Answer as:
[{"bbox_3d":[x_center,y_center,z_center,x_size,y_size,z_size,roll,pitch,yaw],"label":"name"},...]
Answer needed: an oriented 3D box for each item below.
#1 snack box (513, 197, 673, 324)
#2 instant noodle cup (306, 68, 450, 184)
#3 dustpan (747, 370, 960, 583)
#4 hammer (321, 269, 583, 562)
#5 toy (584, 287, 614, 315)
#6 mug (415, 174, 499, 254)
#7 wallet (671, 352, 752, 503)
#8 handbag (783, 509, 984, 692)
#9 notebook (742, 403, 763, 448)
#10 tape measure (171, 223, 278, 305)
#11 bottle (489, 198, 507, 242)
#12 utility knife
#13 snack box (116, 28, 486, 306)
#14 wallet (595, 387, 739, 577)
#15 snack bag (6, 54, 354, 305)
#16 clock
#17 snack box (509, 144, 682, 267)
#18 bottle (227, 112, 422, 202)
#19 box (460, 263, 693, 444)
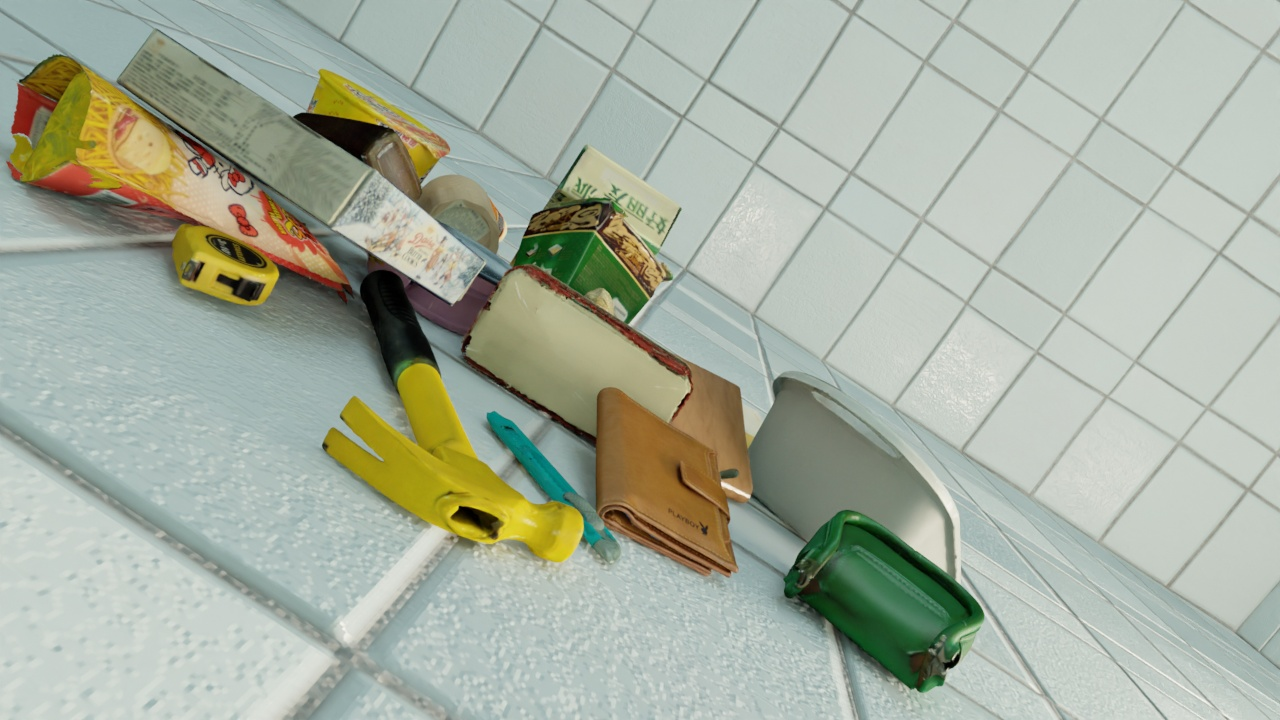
[{"bbox_3d":[-0.056,-0.071,0.859,0.118,0.105,0.118,2,-33,41],"label":"snack box"},{"bbox_3d":[-0.267,-0.193,0.874,0.138,0.110,0.138,32,10,-7],"label":"instant noodle cup"},{"bbox_3d":[0.211,0.105,0.855,0.223,0.143,0.257,40,17,31],"label":"dustpan"},{"bbox_3d":[-0.135,0.011,0.554,0.128,0.033,0.300,28,12,-33],"label":"hammer"},{"bbox_3d":[-0.005,0.005,0.812,0.157,0.066,0.104,53,31,-26],"label":"toy"},{"bbox_3d":[-0.180,-0.124,0.950,0.125,0.084,0.103,58,0,-27],"label":"mug"},{"bbox_3d":[0.054,0.057,0.791,0.101,0.020,0.115,27,49,-35],"label":"wallet"},{"bbox_3d":[0.171,0.170,0.650,0.131,0.068,0.120,36,12,18],"label":"handbag"},{"bbox_3d":[0.082,0.057,1.014,0.206,0.010,0.145,30,17,-29],"label":"notebook"},{"bbox_3d":[-0.241,-0.052,0.530,0.057,0.029,0.060,23,14,-41],"label":"tape measure"},{"bbox_3d":[-0.199,-0.172,1.141,0.067,0.067,0.149,35,3,7],"label":"bottle"},{"bbox_3d":[-0.054,0.074,0.562,0.029,0.013,0.151,23,14,-50],"label":"utility knife"},{"bbox_3d":[-0.212,-0.118,0.605,0.178,0.046,0.182,33,-3,14],"label":"snack box"},{"bbox_3d":[0.019,0.086,0.631,0.119,0.035,0.130,29,25,-19],"label":"wallet"},{"bbox_3d":[-0.285,-0.107,0.593,0.128,0.073,0.207,39,4,30],"label":"snack bag"},{"bbox_3d":[-0.174,-0.077,0.770,0.158,0.060,0.117,30,12,-28],"label":"clock"},{"bbox_3d":[-0.059,-0.121,0.967,0.114,0.063,0.241,32,-26,-11],"label":"snack box"},{"bbox_3d":[-0.271,-0.167,0.760,0.195,0.043,0.080,15,-38,29],"label":"bottle"},{"bbox_3d":[-0.046,0.001,0.706,0.168,0.091,0.080,33,8,-5],"label":"box"}]
